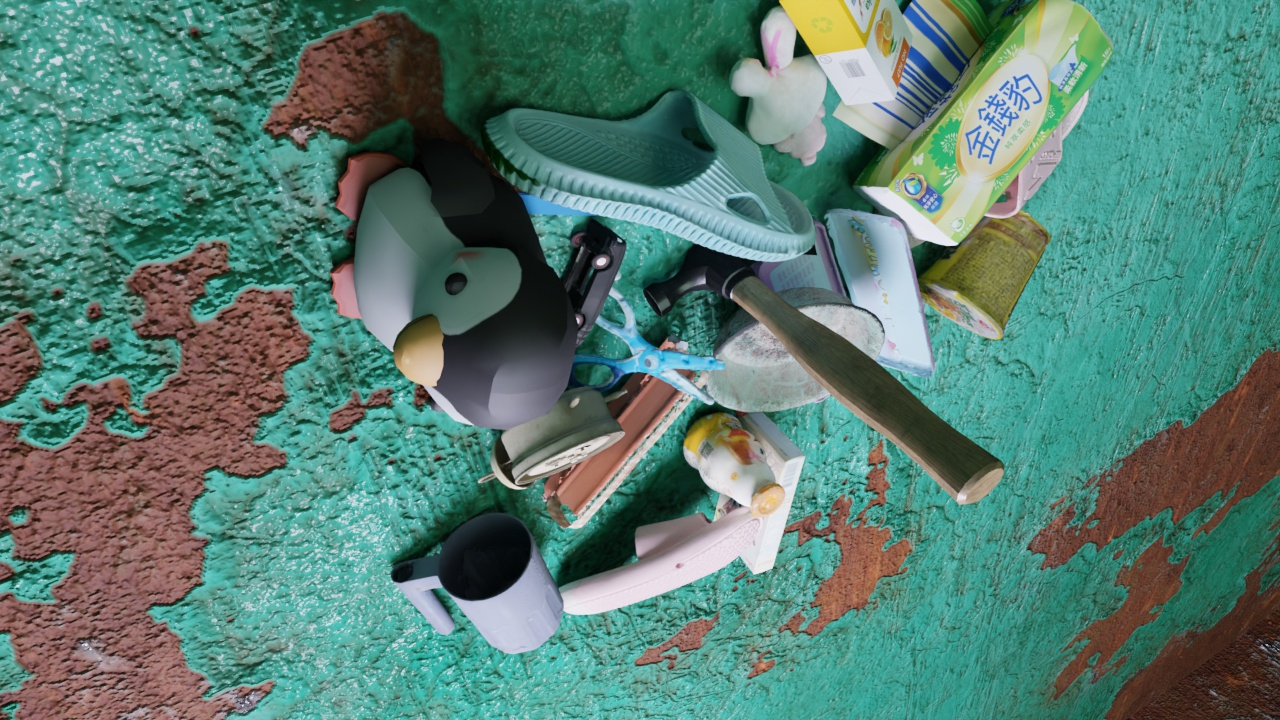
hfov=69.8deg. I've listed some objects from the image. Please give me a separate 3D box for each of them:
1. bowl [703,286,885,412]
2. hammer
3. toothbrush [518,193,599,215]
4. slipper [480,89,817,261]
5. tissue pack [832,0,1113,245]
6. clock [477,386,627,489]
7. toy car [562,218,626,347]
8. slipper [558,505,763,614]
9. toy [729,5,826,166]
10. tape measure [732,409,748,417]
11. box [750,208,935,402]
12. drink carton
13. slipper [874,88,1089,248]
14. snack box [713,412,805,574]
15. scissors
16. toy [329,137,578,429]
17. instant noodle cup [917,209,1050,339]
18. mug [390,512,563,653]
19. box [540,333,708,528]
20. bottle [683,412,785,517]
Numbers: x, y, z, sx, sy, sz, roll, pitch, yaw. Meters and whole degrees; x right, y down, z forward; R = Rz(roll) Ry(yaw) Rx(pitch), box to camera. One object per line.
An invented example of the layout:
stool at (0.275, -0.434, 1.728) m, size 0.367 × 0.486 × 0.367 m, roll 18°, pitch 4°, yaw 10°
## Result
bowl at (0.127, -0.013, 0.787) m, size 0.157 × 0.038 × 0.158 m, roll -9°, pitch 146°, yaw -6°
hammer at (0.133, -0.009, 0.650) m, size 0.132 × 0.305 × 0.040 m, roll -34°, pitch 136°, yaw -9°
toothbrush at (-0.035, -0.110, 0.664) m, size 0.166 × 0.014 × 0.016 m, roll -4°, pitch 125°, yaw -32°
slipper at (0.025, -0.132, 0.623) m, size 0.275 × 0.116 × 0.070 m, roll 7°, pitch 132°, yaw -34°
tissue pack at (0.243, -0.210, 0.728) m, size 0.141 × 0.120 × 0.198 m, roll 37°, pitch 93°, yaw -9°
clock at (-0.079, 0.063, 0.726) m, size 0.141 × 0.054 × 0.092 m, roll -31°, pitch 168°, yaw 26°
toy car at (-0.039, -0.056, 0.683) m, size 0.037 × 0.040 × 0.092 m, roll 9°, pitch 115°, yaw -40°
slipper at (0.018, 0.191, 0.883) m, size 0.222 × 0.055 × 0.107 m, roll -26°, pitch 154°, yaw 12°
toy at (0.106, -0.196, 0.681) m, size 0.076 × 0.037 × 0.125 m, roll -52°, pitch 139°, yaw -3°
tape measure at (0.102, 0.021, 0.859) m, size 0.051 × 0.019 × 0.059 m, roll -38°, pitch 136°, yaw -5°
box at (0.188, -0.048, 0.837) m, size 0.140 × 0.062 × 0.214 m, roll -12°, pitch 139°, yaw 18°
drink carton at (0.151, -0.242, 0.657) m, size 0.122 × 0.040 × 0.058 m, roll 37°, pitch 67°, yaw -46°
slipper at (0.323, -0.174, 0.834) m, size 0.239 × 0.064 × 0.094 m, roll -35°, pitch 136°, yaw -5°
snack box at (0.114, 0.129, 0.908) m, size 0.026 × 0.082 × 0.150 m, roll -11°, pitch 128°, yaw -28°
scissors at (-0.002, 0.007, 0.726) m, size 0.140 × 0.013 × 0.113 m, roll 34°, pitch 119°, yaw -4°
toy at (-0.093, -0.035, 0.556) m, size 0.140 × 0.184 × 0.159 m, roll -5°, pitch 126°, yaw -31°
instant noodle cup at (0.337, -0.091, 0.894) m, size 0.108 × 0.102 × 0.102 m, roll -55°, pitch 136°, yaw 1°
mug at (-0.137, 0.199, 0.796) m, size 0.124 × 0.083 × 0.104 m, roll -14°, pitch 136°, yaw 5°
box at (-0.013, 0.063, 0.775) m, size 0.054 × 0.076 × 0.187 m, roll 38°, pitch 100°, yaw -12°
bottle at (0.088, 0.097, 0.844) m, size 0.063 × 0.109 × 0.063 m, roll -19°, pitch 131°, yaw -23°
